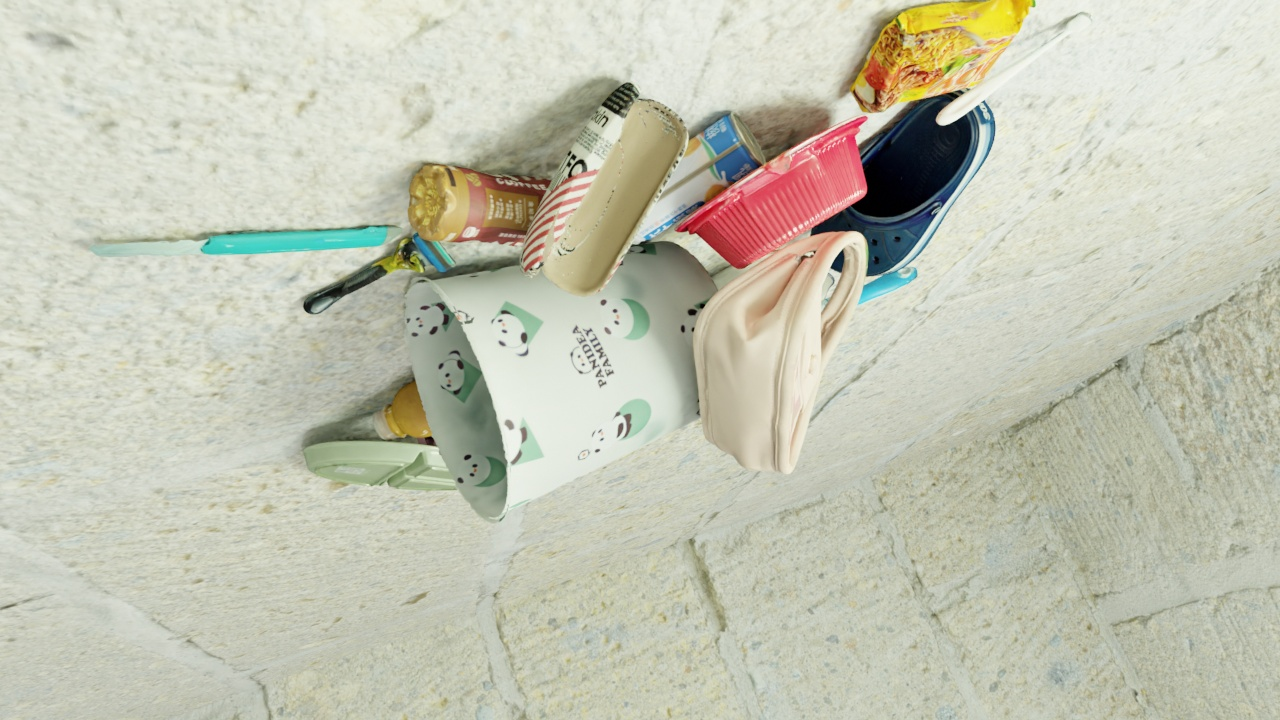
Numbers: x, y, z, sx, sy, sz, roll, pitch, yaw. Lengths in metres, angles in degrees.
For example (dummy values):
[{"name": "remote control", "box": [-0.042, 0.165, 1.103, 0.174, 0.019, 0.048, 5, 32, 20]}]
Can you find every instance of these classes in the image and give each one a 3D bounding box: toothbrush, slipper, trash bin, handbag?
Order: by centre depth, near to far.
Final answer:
[{"name": "toothbrush", "box": [0.335, -0.261, 0.825, 0.180, 0.016, 0.016, -35, 168, -8]}, {"name": "handbag", "box": [0.147, -0.027, 0.849, 0.233, 0.093, 0.194, -49, 150, -32]}, {"name": "trash bin", "box": [-0.064, 0.001, 0.872, 0.251, 0.229, 0.230, -19, 162, -27]}, {"name": "slipper", "box": [0.250, -0.162, 0.918, 0.095, 0.105, 0.254, -18, 160, -33]}]

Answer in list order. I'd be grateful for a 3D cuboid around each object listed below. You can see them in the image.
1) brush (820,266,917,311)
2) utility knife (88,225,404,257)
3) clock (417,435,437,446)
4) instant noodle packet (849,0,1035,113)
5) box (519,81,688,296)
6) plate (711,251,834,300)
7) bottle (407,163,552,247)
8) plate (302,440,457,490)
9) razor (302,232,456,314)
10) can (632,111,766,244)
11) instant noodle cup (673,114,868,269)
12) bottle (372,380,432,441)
[{"name": "brush", "box": [0.176, -0.060, 1.025, 0.314, 0.060, 0.109, -31, 133, -7]}, {"name": "utility knife", "box": [-0.284, -0.089, 0.684, 0.221, 0.013, 0.029, -10, 159, -37]}, {"name": "clock", "box": [-0.215, 0.085, 1.155, 0.117, 0.059, 0.159, -6, 154, -41]}, {"name": "instant noodle packet", "box": [0.250, -0.256, 0.767, 0.128, 0.044, 0.111, -17, 165, -14]}, {"name": "box", "box": [-0.025, -0.124, 0.696, 0.087, 0.076, 0.162, 25, 100, -24]}, {"name": "plate", "box": [0.137, -0.072, 1.135, 0.204, 0.045, 0.205, -19, 160, -8]}, {"name": "bottle", "box": [-0.097, -0.120, 0.736, 0.174, 0.057, 0.058, -3, 153, -44]}, {"name": "plate", "box": [-0.292, 0.132, 1.117, 0.230, 0.027, 0.230, 1, 163, 0]}, {"name": "razor", "box": [-0.226, -0.072, 0.779, 0.143, 0.022, 0.043, -23, 128, 15]}, {"name": "can", "box": [0.038, -0.155, 0.792, 0.135, 0.053, 0.053, -30, 159, 22]}, {"name": "instant noodle cup", "box": [0.128, -0.140, 0.816, 0.194, 0.066, 0.194, -31, -177, 1]}, {"name": "bottle", "box": [-0.207, 0.037, 1.019, 0.190, 0.068, 0.068, -25, 161, 9]}]
